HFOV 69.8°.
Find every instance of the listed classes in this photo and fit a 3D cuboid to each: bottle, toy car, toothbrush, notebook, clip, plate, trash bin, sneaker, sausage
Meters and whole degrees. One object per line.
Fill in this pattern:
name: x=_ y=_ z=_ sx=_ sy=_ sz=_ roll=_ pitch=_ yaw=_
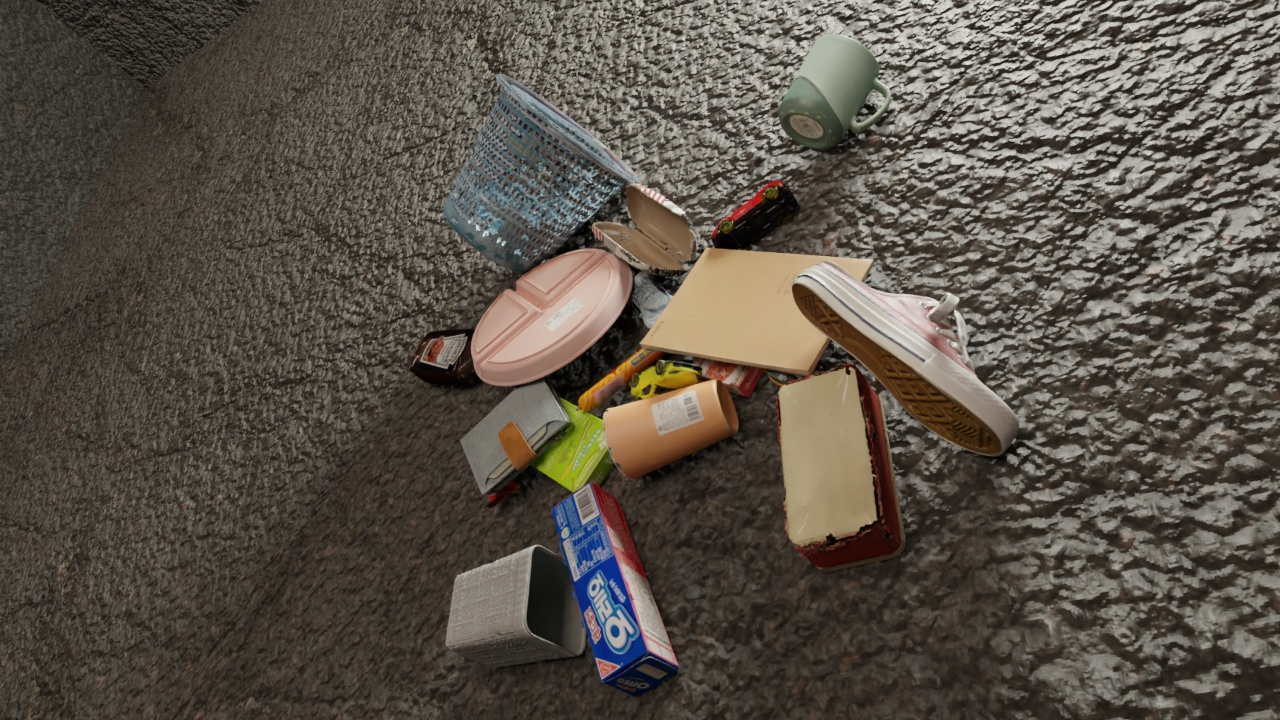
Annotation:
bottle: x=-0.220 y=-0.005 z=1.210 sx=0.195 sy=0.044 sz=0.079 roll=0 pitch=57 yaw=38
toy car: x=0.127 y=-0.159 z=1.040 sx=0.106 sy=0.049 sz=0.031 roll=-38 pitch=42 yaw=10
toothbrush: x=0.090 y=-0.015 z=0.945 sx=0.016 sy=0.018 sz=0.191 roll=-50 pitch=42 yaw=-5
notebook: x=0.116 y=-0.057 z=0.947 sx=0.212 sy=0.012 sz=0.149 roll=11 pitch=57 yaw=42
clip: x=0.166 y=-0.013 z=0.923 sx=0.058 sy=0.036 sz=0.025 roll=-9 pitch=52 yaw=39
toy car: x=0.013 y=-0.069 z=1.078 sx=0.049 sy=0.031 sz=0.105 roll=-44 pitch=43 yaw=4
plate: x=-0.115 y=-0.061 z=1.127 sx=0.230 sy=0.028 sz=0.229 roll=-23 pitch=35 yaw=17
trash bin: x=-0.148 y=-0.231 z=1.218 sx=0.195 sy=0.226 sz=0.226 roll=-52 pitch=41 yaw=14
sneaker: x=0.240 y=-0.020 z=0.798 sx=0.087 sy=0.118 sz=0.241 roll=-38 pitch=56 yaw=-10
toy car: x=0.026 y=0.025 z=0.963 sx=0.105 sy=0.048 sz=0.032 roll=148 pitch=130 yaw=-60
sausage: x=-0.006 y=0.006 z=1.029 sx=0.165 sy=0.021 sz=0.021 roll=-38 pitch=42 yaw=-4

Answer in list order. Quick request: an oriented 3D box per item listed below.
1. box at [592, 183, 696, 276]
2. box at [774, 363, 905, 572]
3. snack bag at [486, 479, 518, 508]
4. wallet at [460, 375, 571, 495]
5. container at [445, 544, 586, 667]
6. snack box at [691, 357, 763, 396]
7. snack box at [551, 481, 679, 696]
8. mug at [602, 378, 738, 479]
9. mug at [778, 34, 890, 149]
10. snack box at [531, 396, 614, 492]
box: x=0.001 y=-0.154 z=1.118 sx=0.087 sy=0.076 sz=0.162 roll=-25 pitch=40 yaw=-20
box: x=0.166 y=0.089 z=0.800 sx=0.091 sy=0.078 sz=0.168 roll=-20 pitch=48 yaw=26
snack bag: x=-0.170 y=0.130 z=1.080 sx=0.045 sy=0.026 sz=0.105 roll=-43 pitch=40 yaw=10
wallet: x=-0.145 y=0.082 z=1.048 sx=0.130 sy=0.037 sz=0.106 roll=-42 pitch=42 yaw=7
container: x=-0.124 y=0.249 z=0.910 sx=0.115 sy=0.090 sz=0.090 roll=-22 pitch=47 yaw=29
snack box: x=0.117 y=-0.038 z=0.974 sx=0.075 sy=0.025 sz=0.152 roll=17 pitch=72 yaw=44
snack box: x=-0.028 y=0.214 z=0.879 sx=0.057 sy=0.058 sz=0.207 roll=-37 pitch=43 yaw=11
mug: x=0.033 y=0.065 z=0.932 sx=0.123 sy=0.078 sz=0.078 roll=-22 pitch=48 yaw=19
mug: x=0.226 y=-0.299 z=1.051 sx=0.112 sy=0.082 sz=0.106 roll=26 pitch=75 yaw=14
snack box: x=-0.087 y=0.092 z=1.041 sx=0.156 sy=0.026 sz=0.085 roll=23 pitch=75 yaw=46
